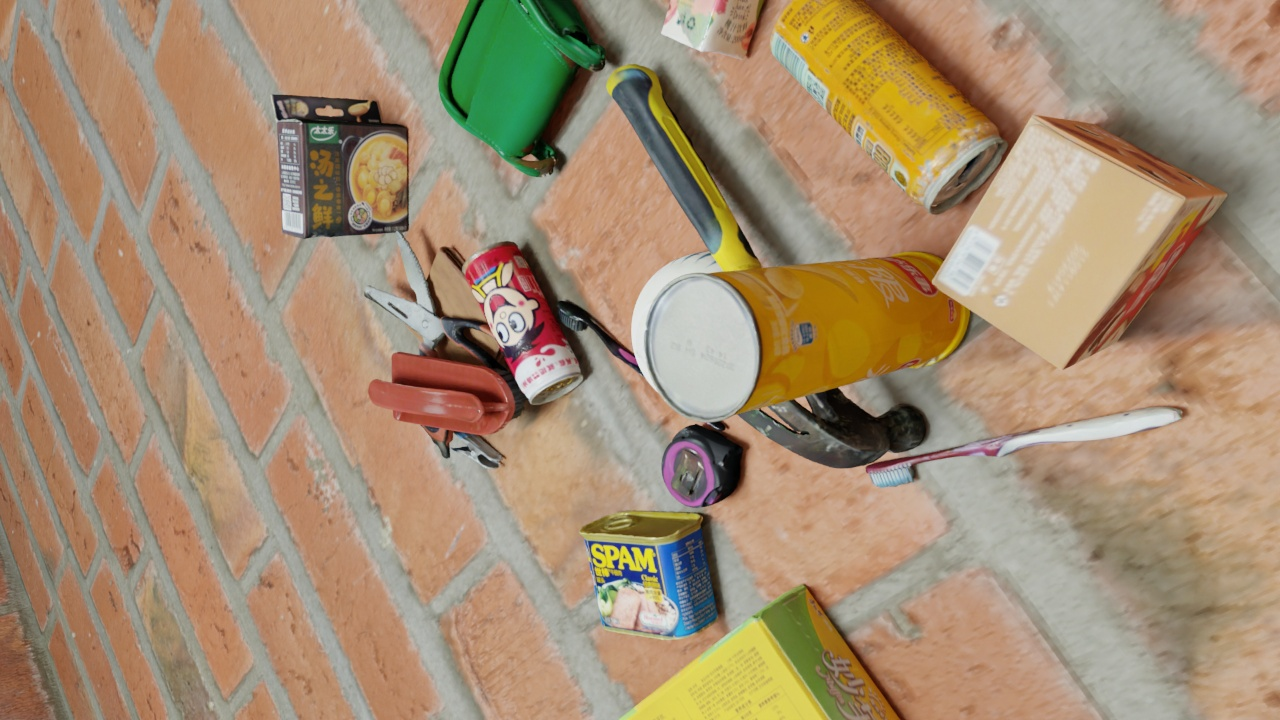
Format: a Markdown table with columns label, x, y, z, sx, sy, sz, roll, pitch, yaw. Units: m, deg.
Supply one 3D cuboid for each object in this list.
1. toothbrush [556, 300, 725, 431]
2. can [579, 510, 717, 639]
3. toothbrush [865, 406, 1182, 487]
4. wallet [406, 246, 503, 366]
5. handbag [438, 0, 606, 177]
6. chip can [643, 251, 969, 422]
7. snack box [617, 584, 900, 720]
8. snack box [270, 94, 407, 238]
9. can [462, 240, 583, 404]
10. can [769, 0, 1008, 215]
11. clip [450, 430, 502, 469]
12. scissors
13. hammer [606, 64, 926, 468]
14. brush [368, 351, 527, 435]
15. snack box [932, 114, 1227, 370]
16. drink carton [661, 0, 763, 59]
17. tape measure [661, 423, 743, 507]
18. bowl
| label | x | y | z | sx | sy | sz | roll | pitch | yaw |
| --- | --- | --- | --- | --- | --- | --- | --- | --- | --- |
| toothbrush | -0.004 | 0.004 | 0.724 | 0.189 | 0.014 | 0.018 | 37 | 131 | 30 |
| can | 0.007 | 0.167 | 0.719 | 0.102 | 0.057 | 0.083 | -7 | 97 | 43 |
| toothbrush | 0.214 | 0.053 | 0.536 | 0.188 | 0.016 | 0.017 | -20 | 94 | 43 |
| wallet | -0.170 | -0.033 | 0.861 | 0.115 | 0.020 | 0.101 | 47 | 127 | 22 |
| handbag | -0.091 | -0.225 | 0.723 | 0.120 | 0.067 | 0.132 | 48 | 126 | 15 |
| chip can | 0.097 | -0.019 | 0.491 | 0.072 | 0.212 | 0.072 | 9 | 103 | 43 |
| snack box | 0.085 | 0.284 | 0.664 | 0.157 | 0.069 | 0.211 | 54 | 129 | 19 |
| snack box | -0.280 | -0.182 | 0.863 | 0.053 | 0.113 | 0.126 | 16 | 110 | 38 |
| can | -0.099 | -0.031 | 0.773 | 0.053 | 0.053 | 0.132 | -40 | 72 | 40 |
| can | 0.140 | -0.154 | 0.530 | 0.146 | 0.058 | 0.058 | 53 | 128 | 20 |
| clip | -0.153 | 0.086 | 0.868 | 0.058 | 0.026 | 0.043 | 26 | 108 | 31 |
| scissors | -0.185 | -0.019 | 0.850 | 0.189 | 0.015 | 0.225 | -11 | 91 | 36 |
| hammer | 0.059 | -0.072 | 0.595 | 0.032 | 0.126 | 0.323 | -47 | 61 | 38 |
| brush | -0.167 | 0.031 | 0.791 | 0.146 | 0.069 | 0.063 | 7 | 101 | 35 |
| snack box | 0.217 | -0.060 | 0.455 | 0.077 | 0.094 | 0.093 | 41 | 123 | 28 |
| drink carton | 0.058 | -0.261 | 0.584 | 0.045 | 0.053 | 0.123 | 34 | 119 | 33 |
| tape measure | 0.044 | 0.080 | 0.678 | 0.057 | 0.039 | 0.058 | 28 | 117 | 34 |
| bowl | 0.037 | -0.017 | 0.645 | 0.117 | 0.066 | 0.116 | 10 | 106 | 40 |
